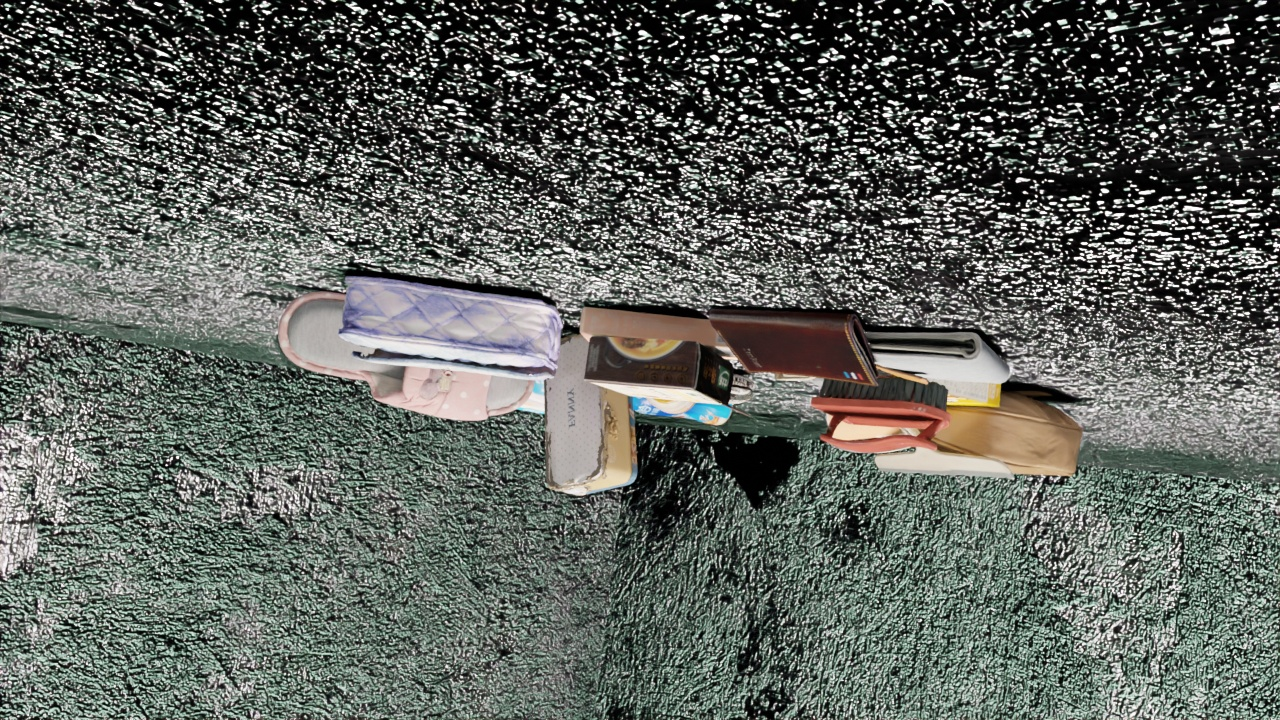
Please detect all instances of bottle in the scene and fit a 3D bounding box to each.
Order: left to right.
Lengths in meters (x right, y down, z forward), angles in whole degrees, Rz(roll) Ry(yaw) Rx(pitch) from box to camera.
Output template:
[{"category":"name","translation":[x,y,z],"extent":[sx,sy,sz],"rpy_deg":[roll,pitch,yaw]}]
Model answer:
[{"category":"bottle","translation":[0.037,0.055,1.428],"extent":[0.218,0.065,0.065],"rpy_deg":[11,173,-23]},{"category":"bottle","translation":[0.043,0.036,1.218],"extent":[0.068,0.068,0.189],"rpy_deg":[6,174,7]}]

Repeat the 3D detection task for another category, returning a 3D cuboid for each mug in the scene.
[{"category":"mug","translation":[0.306,0.064,1.155],"extent":[0.123,0.078,0.078],"rpy_deg":[-2,170,34]}]

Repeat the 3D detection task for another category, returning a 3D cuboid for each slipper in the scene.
[{"category":"slipper","translation":[-0.240,-0.005,0.973],"extent":[0.274,0.114,0.054],"rpy_deg":[16,-176,-20]}]

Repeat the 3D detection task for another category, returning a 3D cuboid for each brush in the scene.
[{"category":"brush","translation":[0.236,0.055,0.890],"extent":[0.063,0.069,0.146],"rpy_deg":[25,165,-32]}]

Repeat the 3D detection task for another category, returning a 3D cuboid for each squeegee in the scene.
[{"category":"squeegee","translation":[0.250,0.051,1.026],"extent":[0.246,0.039,0.247],"rpy_deg":[32,167,-12]}]

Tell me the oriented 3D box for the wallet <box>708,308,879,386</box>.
[{"category":"wallet","translation":[0.128,-0.012,0.757],"extent":[0.122,0.020,0.096],"rpy_deg":[5,151,31]}]

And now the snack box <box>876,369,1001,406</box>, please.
[{"category":"snack box","translation":[0.301,0.024,0.965],"extent":[0.140,0.033,0.087],"rpy_deg":[9,175,-35]}]

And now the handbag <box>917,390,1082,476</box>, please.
[{"category":"handbag","translation":[0.423,0.080,1.070],"extent":[0.148,0.100,0.204],"rpy_deg":[12,179,43]}]

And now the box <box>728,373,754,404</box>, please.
[{"category":"box","translation":[0.113,0.044,1.280],"extent":[0.071,0.057,0.164],"rpy_deg":[-9,176,-7]}]

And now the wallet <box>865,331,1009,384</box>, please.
[{"category":"wallet","translation":[0.249,0.001,0.785],"extent":[0.107,0.037,0.129],"rpy_deg":[3,173,31]}]

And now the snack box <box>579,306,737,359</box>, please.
[{"category":"snack box","translation":[0.027,-0.023,0.857],"extent":[0.157,0.026,0.084],"rpy_deg":[7,174,5]}]

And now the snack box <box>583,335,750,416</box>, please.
[{"category":"snack box","translation":[0.029,0.015,0.828],"extent":[0.126,0.053,0.113],"rpy_deg":[3,172,21]}]

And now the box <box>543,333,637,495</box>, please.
[{"category":"box","translation":[-0.056,0.049,0.990],"extent":[0.090,0.184,0.059],"rpy_deg":[-15,156,35]}]

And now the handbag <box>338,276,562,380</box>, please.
[{"category":"handbag","translation":[-0.174,-0.026,0.847],"extent":[0.194,0.075,0.134],"rpy_deg":[8,175,2]}]

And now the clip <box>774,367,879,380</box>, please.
[{"category":"clip","translation":[0.176,0.002,0.907],"extent":[0.103,0.035,0.093],"rpy_deg":[1,173,-24]}]

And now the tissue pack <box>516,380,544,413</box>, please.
[{"category":"tissue pack","translation":[-0.126,0.025,1.204],"extent":[0.140,0.090,0.063],"rpy_deg":[12,173,-35]}]

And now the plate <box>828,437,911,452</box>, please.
[{"category":"plate","translation":[0.337,0.092,1.222],"extent":[0.179,0.024,0.179],"rpy_deg":[-15,-170,3]}]
